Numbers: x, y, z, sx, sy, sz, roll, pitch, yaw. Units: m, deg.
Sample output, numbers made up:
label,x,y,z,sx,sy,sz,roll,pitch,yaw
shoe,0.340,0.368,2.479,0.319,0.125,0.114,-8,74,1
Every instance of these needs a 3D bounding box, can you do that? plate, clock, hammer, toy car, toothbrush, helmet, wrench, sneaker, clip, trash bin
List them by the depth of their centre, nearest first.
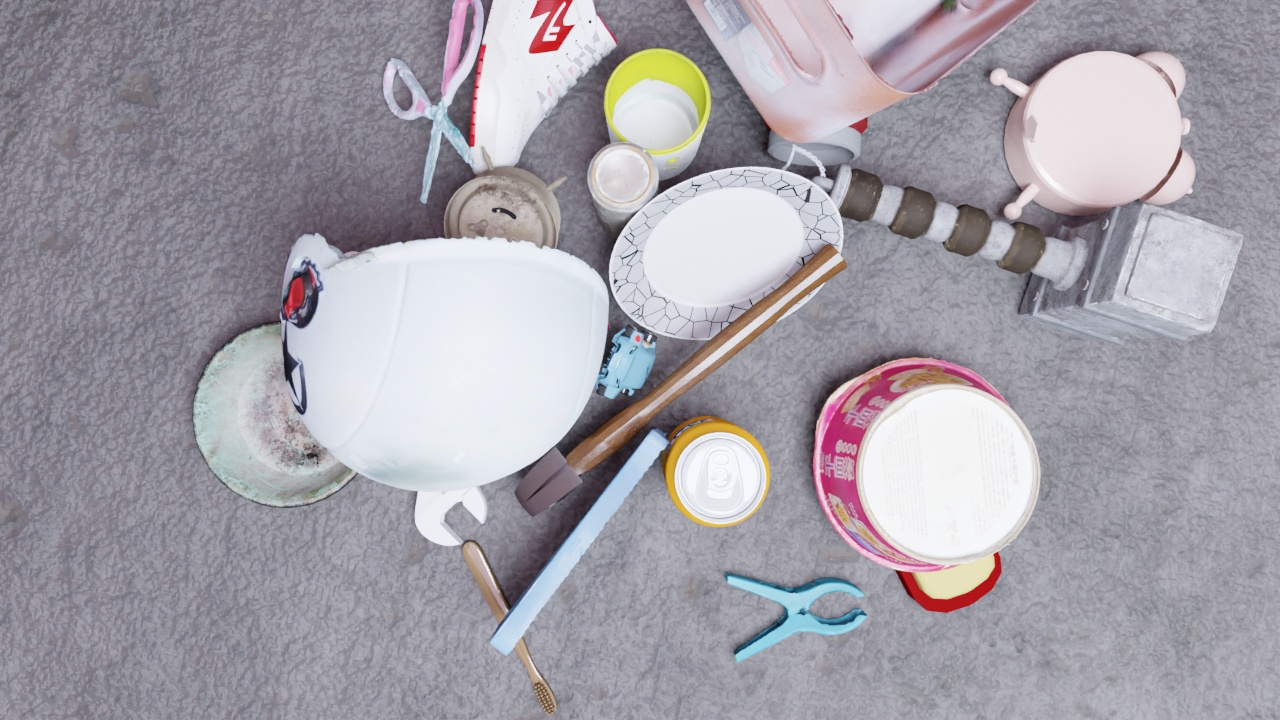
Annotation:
label,x,y,z,sx,sy,sz,roll,pitch,yaw
trash bin,0.178,-0.295,0.652,0.259,0.157,0.181,-40,100,-16
helmet,-0.141,0.011,0.667,0.236,0.265,0.163,7,75,-35
hammer,0.264,-0.099,0.721,0.326,0.177,0.079,18,90,1
hammer,0.031,0.018,0.738,0.323,0.115,0.033,-39,84,5
plate,0.068,-0.085,0.739,0.188,0.189,0.016,-11,51,0
toy car,-0.004,0.004,0.753,0.027,0.107,0.060,26,95,12
clock,-0.116,-0.101,0.770,0.093,0.054,0.141,19,120,-4
clock,0.386,-0.192,0.772,0.160,0.086,0.131,-5,89,-6
sneaker,-0.076,-0.264,0.776,0.104,0.090,0.236,13,87,-8
clip,0.133,0.205,0.795,0.120,0.027,0.104,-4,92,1
toothbrush,-0.114,0.233,0.799,0.016,0.016,0.167,-27,89,1
wrench,-0.205,0.032,0.801,0.066,0.018,0.273,-23,88,0

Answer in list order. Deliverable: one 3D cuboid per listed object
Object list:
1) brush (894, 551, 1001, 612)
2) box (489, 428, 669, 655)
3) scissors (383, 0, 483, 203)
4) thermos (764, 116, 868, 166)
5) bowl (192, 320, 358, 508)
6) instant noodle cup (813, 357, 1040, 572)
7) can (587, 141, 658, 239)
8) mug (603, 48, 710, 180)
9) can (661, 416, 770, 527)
label,x,y,z,sx,sy,sz,roll,pitch,yaw
brush,0.242,0.131,0.785,0.082,0.042,0.173,-27,89,0
box,-0.048,0.139,0.745,0.021,0.125,0.209,38,90,0
scissors,-0.173,-0.217,0.760,0.173,0.013,0.170,21,104,42
thermos,0.145,-0.271,0.760,0.084,0.108,0.198,3,87,37
bowl,-0.298,0.045,0.790,0.157,0.038,0.157,0,89,0
instant noodle cup,0.232,0.086,0.724,0.178,0.077,0.178,0,90,0
can,-0.012,-0.134,0.742,0.054,0.135,0.054,0,88,1
mug,0.013,-0.198,0.758,0.082,0.106,0.082,0,89,0
can,0.058,0.086,0.736,0.079,0.142,0.079,0,89,0
